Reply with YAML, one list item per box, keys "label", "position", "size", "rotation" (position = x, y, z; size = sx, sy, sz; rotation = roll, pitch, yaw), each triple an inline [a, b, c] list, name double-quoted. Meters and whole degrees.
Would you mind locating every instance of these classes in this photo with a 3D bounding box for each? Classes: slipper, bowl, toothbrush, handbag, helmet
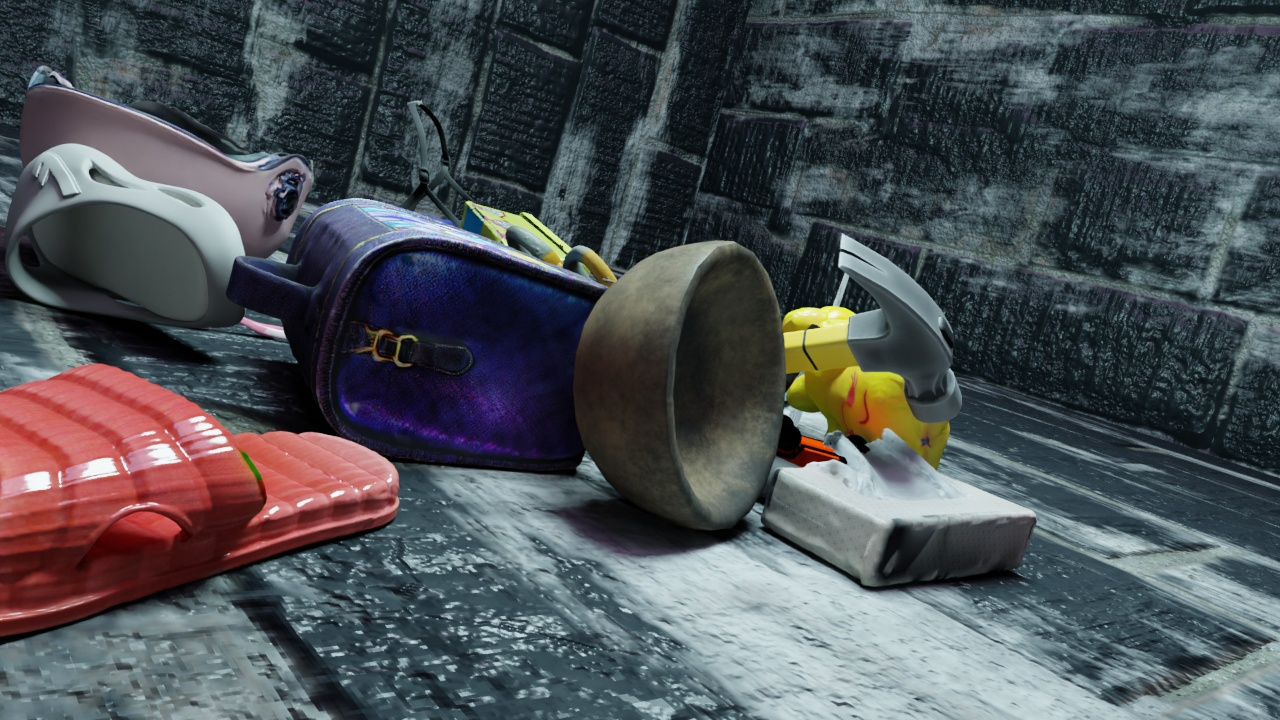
- label: "slipper"
  position: [-0.179, 0.036, 0.328]
  size: [0.103, 0.059, 0.248]
  rotation: [19, 7, 23]
- label: "bowl"
  position: [0.023, 0.013, 0.529]
  size: [0.070, 0.162, 0.162]
  rotation: [2, 0, 30]
- label: "toothbrush"
  position: [-0.281, -0.023, 0.708]
  size: [0.134, 0.016, 0.022]
  rotation: [12, 9, -40]
- label: "toothbrush"
  position: [0.186, -0.018, 0.949]
  size: [0.010, 0.181, 0.010]
  rotation: [17, 4, -25]
- label: "slipper"
  position: [-0.372, -0.077, 0.618]
  size: [0.266, 0.113, 0.080]
  rotation: [19, 29, 30]
- label: "handbag"
  position: [-0.140, -0.025, 0.579]
  size: [0.221, 0.125, 0.205]
  rotation: [14, 8, -29]
- label: "helmet"
  position: [-0.421, -0.152, 0.804]
  size: [0.230, 0.152, 0.255]
  rotation: [21, 1, -12]
- label: "helmet"
  position: [-0.217, -0.163, 1.027]
  size: [0.241, 0.228, 0.147]
  rotation: [13, 18, -5]

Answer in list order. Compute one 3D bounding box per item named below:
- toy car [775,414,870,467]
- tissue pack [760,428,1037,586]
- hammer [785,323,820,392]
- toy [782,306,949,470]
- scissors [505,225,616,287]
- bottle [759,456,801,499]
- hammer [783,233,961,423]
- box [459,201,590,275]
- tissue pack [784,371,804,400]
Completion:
- label: "toy car"
  position: [0.127, 0.074, 0.681]
  size: [0.100, 0.049, 0.051]
  rotation: [16, 7, 0]
- label: "tissue pack"
  position: [0.166, 0.092, 0.588]
  size: [0.181, 0.071, 0.104]
  rotation: [4, 14, -40]
- label: "hammer"
  position: [0.086, 0.022, 0.858]
  size: [0.036, 0.123, 0.321]
  rotation: [41, -4, -5]
- label: "toy"
  position: [0.194, 0.031, 0.772]
  size: [0.087, 0.134, 0.194]
  rotation: [-13, 24, -13]
- label: "scissors"
  position: [-0.040, -0.028, 0.759]
  size: [0.134, 0.016, 0.228]
  rotation: [26, -23, 30]
- label: "bottle"
  position: [0.065, 0.071, 0.650]
  size: [0.113, 0.030, 0.030]
  rotation: [22, 10, 39]
- label: "hammer"
  position: [0.053, -0.001, 0.656]
  size: [0.325, 0.034, 0.170]
  rotation: [-8, -40, 29]
- label: "box"
  position: [-0.126, -0.070, 0.864]
  size: [0.082, 0.124, 0.221]
  rotation: [13, 13, -22]
- label: "tissue pack"
  position: [0.155, 0.005, 1.144]
  size: [0.112, 0.070, 0.181]
  rotation: [18, 7, 20]
